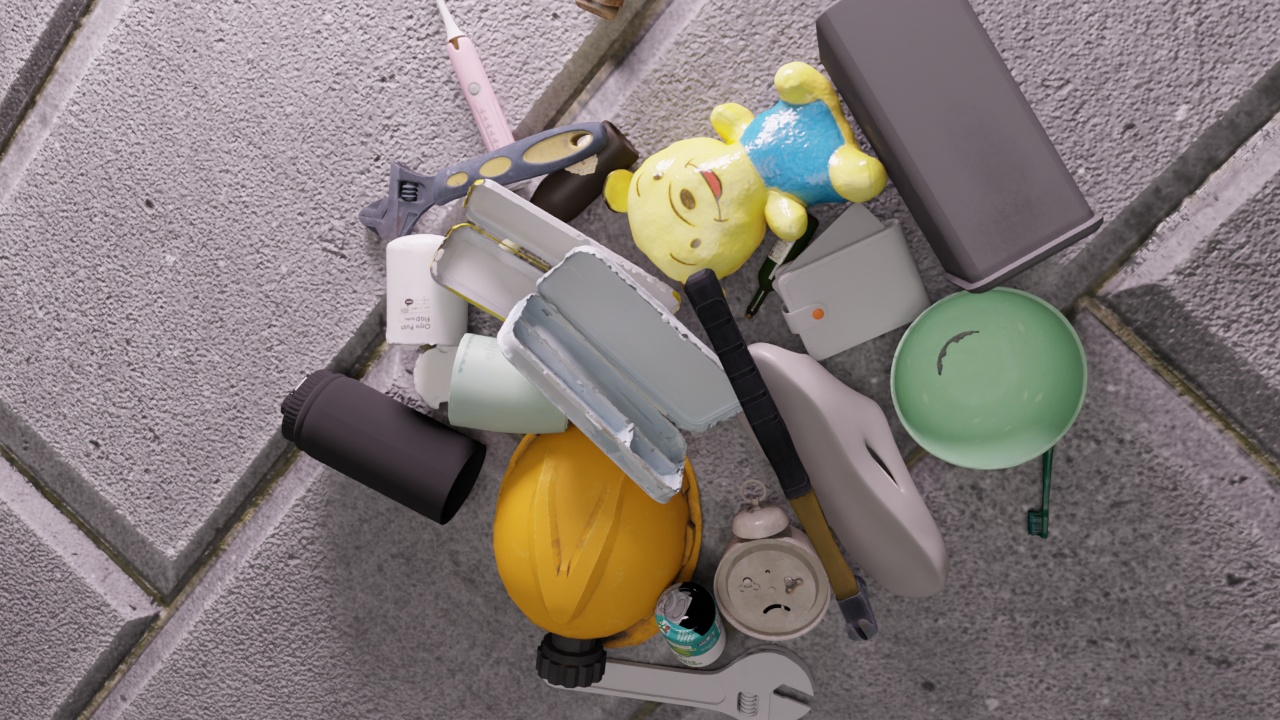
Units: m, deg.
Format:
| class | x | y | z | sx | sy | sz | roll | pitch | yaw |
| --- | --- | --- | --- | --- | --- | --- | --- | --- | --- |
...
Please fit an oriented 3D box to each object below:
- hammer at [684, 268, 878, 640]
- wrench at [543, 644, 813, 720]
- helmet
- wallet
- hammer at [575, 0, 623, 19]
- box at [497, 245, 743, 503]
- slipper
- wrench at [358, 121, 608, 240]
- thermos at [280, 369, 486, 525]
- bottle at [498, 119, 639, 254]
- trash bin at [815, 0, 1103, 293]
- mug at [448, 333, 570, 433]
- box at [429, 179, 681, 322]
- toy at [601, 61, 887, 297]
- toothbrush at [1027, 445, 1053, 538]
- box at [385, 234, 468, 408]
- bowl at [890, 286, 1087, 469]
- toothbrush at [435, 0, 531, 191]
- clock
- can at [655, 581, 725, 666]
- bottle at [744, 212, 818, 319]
| class | x | y | z | sx | sy | sz | roll | pitch | yaw |
| --- | --- | --- | --- | --- | --- | --- | --- | --- | --- |
| hammer | 0.117 | 0.081 | 0.742 | 0.025 | 0.117 | 0.333 | -25 | 100 | 11 |
| wrench | 0.032 | 0.312 | 0.908 | 0.273 | 0.018 | 0.087 | 5 | 101 | 12 |
| helmet | -0.054 | 0.171 | 0.842 | 0.205 | 0.131 | 0.255 | 9 | 100 | 11 |
| wallet | 0.173 | -0.071 | 0.785 | 0.118 | 0.037 | 0.115 | -24 | 111 | 11 |
| hammer | 0.019 | -0.446 | 0.763 | 0.121 | 0.048 | 0.319 | 24 | 105 | 4 |
| box | -0.001 | -0.001 | 0.766 | 0.127 | 0.106 | 0.215 | -38 | 110 | 21 |
| slipper | 0.185 | 0.084 | 0.808 | 0.266 | 0.080 | 0.113 | 50 | 149 | 4 |
| wrench | -0.151 | -0.166 | 0.833 | 0.274 | 0.022 | 0.073 | -11 | 94 | 25 |
| thermos | -0.258 | 0.076 | 0.889 | 0.198 | 0.086 | 0.086 | 26 | 104 | 6 |
| bottle | -0.083 | -0.139 | 0.835 | 0.185 | 0.045 | 0.045 | -41 | 90 | 15 |
| trash bin | 0.228 | -0.172 | 0.692 | 0.098 | 0.191 | 0.220 | -31 | 91 | 15 |
| mug | -0.111 | 0.021 | 0.836 | 0.104 | 0.111 | 0.084 | 9 | 104 | -1 |
| box | -0.075 | -0.071 | 0.818 | 0.210 | 0.057 | 0.117 | 30 | 114 | -11 |
| toy | 0.087 | -0.145 | 0.777 | 0.214 | 0.084 | 0.149 | -31 | 71 | 19 |
| toothbrush | 0.351 | 0.064 | 0.798 | 0.017 | 0.016 | 0.190 | 2 | 100 | 15 |
| box | -0.195 | -0.032 | 0.863 | 0.083 | 0.092 | 0.166 | 3 | 92 | 8 |
| bowl | 0.285 | 0.010 | 0.770 | 0.151 | 0.077 | 0.151 | 2 | 100 | 11 |
| toothbrush | -0.155 | -0.261 | 0.838 | 0.027 | 0.026 | 0.222 | -23 | 95 | 3 |
| clock | 0.118 | 0.179 | 0.845 | 0.103 | 0.061 | 0.157 | -10 | 105 | 13 |
| can | 0.048 | 0.245 | 0.846 | 0.055 | 0.102 | 0.054 | -6 | 57 | 9 |
| bottle | 0.122 | -0.083 | 0.814 | 0.025 | 0.025 | 0.106 | 31 | 104 | 5 |
